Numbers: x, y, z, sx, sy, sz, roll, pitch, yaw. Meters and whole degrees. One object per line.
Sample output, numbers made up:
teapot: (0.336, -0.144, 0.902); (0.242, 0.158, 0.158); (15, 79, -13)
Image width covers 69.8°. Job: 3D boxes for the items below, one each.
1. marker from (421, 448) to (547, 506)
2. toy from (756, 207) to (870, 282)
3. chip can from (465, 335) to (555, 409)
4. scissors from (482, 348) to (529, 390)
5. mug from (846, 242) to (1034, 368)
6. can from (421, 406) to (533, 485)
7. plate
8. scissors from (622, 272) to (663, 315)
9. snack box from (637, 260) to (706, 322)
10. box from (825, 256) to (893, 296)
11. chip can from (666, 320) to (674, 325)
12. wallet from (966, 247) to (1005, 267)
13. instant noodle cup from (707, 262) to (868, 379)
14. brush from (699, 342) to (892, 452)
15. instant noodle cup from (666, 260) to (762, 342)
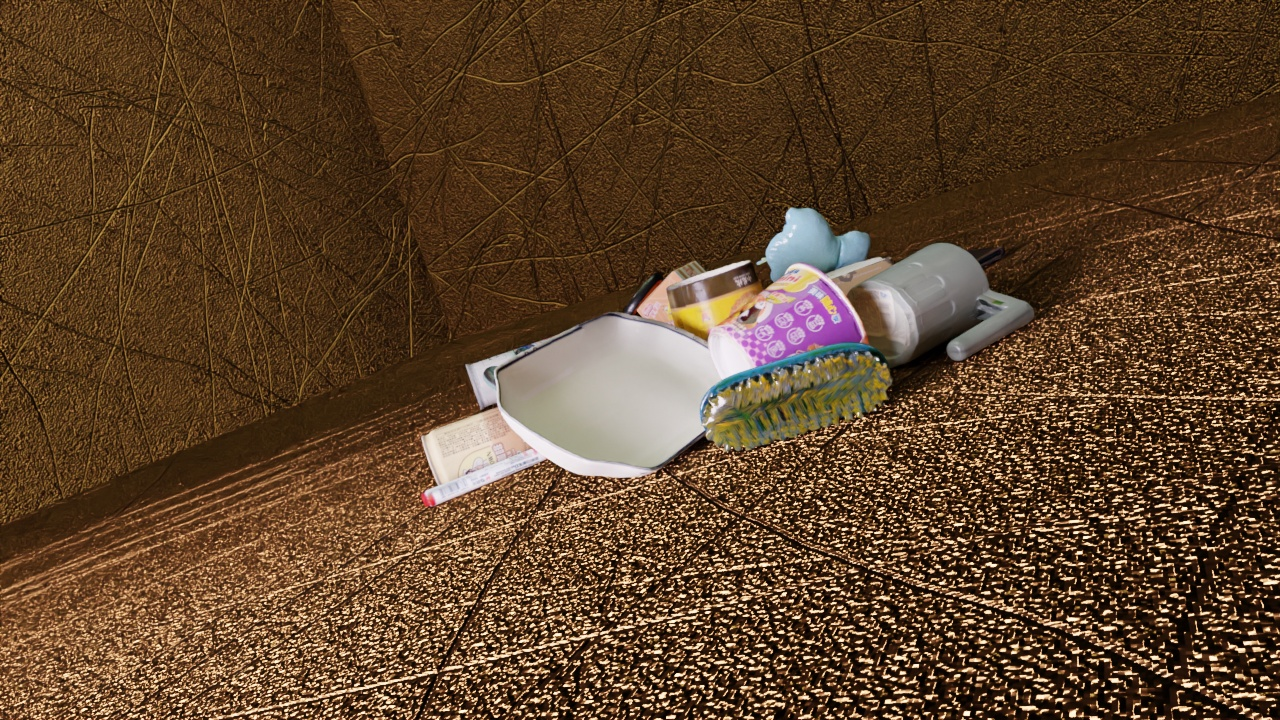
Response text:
marker: (-0.133, 0.103, 0.856); (0.145, 0.017, 0.017); (-21, 8, -18)
toy: (0.220, -0.125, 1.143); (0.156, 0.161, 0.050); (-21, 34, -13)
chip can: (-0.150, 0.006, 1.384); (0.214, 0.071, 0.071); (-19, 8, -10)
scissors: (-0.074, 0.022, 0.943); (0.176, 0.019, 0.172); (13, 17, -11)
mug: (0.251, -0.041, 0.783); (0.103, 0.084, 0.124); (-25, 35, -33)
can: (-0.150, 0.080, 0.900); (0.116, 0.058, 0.058); (-19, 8, -10)
plate: (-0.012, 0.030, 0.779); (0.162, 0.034, 0.264); (30, 30, 18)
scissors: (-0.043, -0.026, 1.232); (0.233, 0.022, 0.221); (-51, -11, -8)
snack box: (0.066, -0.067, 1.214); (0.077, 0.094, 0.092); (-46, -5, 26)
box: (0.212, -0.066, 1.081); (0.184, 0.062, 0.090); (-22, 8, -11)
chip can: (-0.006, 0.006, 1.039); (0.210, 0.071, 0.071); (-21, 8, -13)
wallet: (0.393, -0.121, 1.191); (0.096, 0.020, 0.122); (-28, 12, -25)
instant noodle cup: (0.118, -0.013, 0.770); (0.099, 0.111, 0.112); (-28, 10, -15)
brush: (0.114, 0.024, 0.685); (0.144, 0.055, 0.073); (-18, 9, 10)
instant noodle cup: (0.087, -0.035, 0.950); (0.118, 0.114, 0.118); (-19, 7, 2)
